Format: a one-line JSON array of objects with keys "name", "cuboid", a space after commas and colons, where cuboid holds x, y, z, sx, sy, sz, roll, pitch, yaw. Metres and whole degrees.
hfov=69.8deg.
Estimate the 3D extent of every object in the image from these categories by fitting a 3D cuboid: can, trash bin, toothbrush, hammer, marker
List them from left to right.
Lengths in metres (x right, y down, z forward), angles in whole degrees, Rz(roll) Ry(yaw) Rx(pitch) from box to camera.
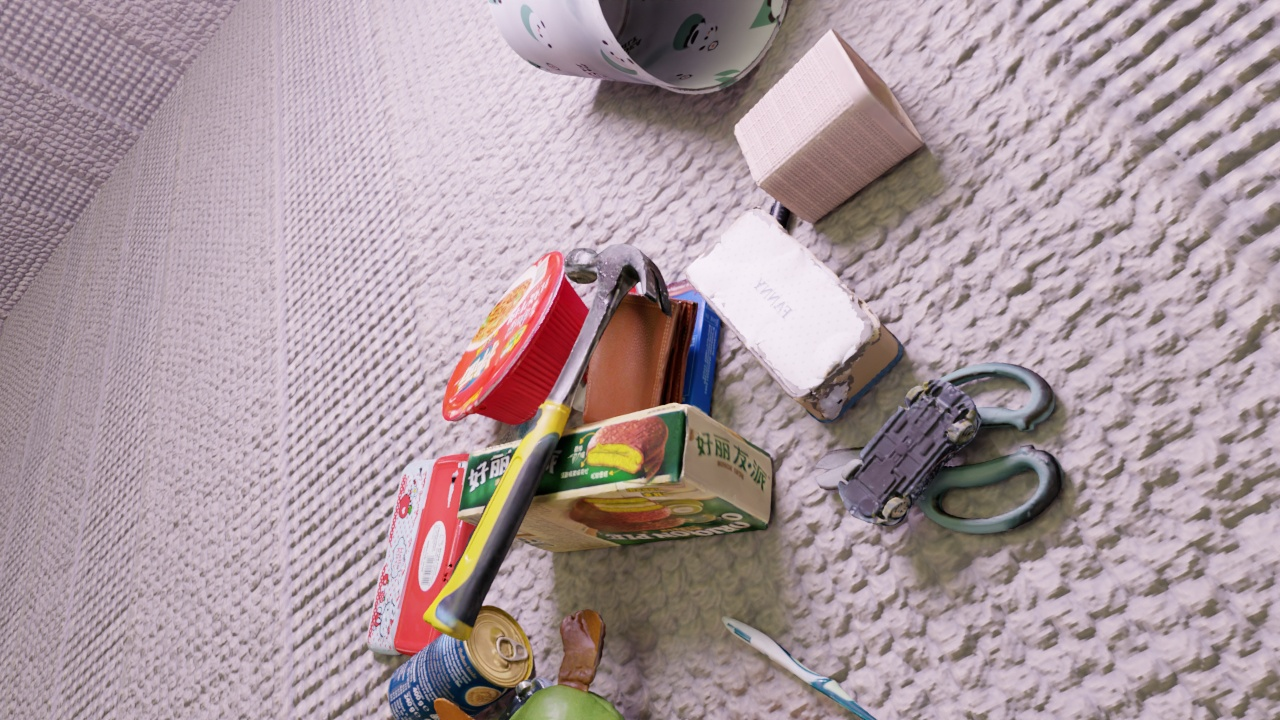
[{"name": "can", "cuboid": [-0.158, 0.272, 0.795, 0.111, 0.075, 0.075, -40, 46, 23]}, {"name": "hammer", "cuboid": [-0.072, 0.052, 0.690, 0.126, 0.032, 0.322, 6, 66, 49]}, {"name": "trash bin", "cuboid": [-0.019, -0.383, 0.909, 0.252, 0.229, 0.229, 23, 86, 54]}, {"name": "marker", "cuboid": [0.103, -0.077, 0.769, 0.023, 0.018, 0.130, -13, 57, 67]}, {"name": "toothbrush", "cuboid": [0.122, 0.210, 0.600, 0.192, 0.016, 0.018, 22, 75, 48]}]

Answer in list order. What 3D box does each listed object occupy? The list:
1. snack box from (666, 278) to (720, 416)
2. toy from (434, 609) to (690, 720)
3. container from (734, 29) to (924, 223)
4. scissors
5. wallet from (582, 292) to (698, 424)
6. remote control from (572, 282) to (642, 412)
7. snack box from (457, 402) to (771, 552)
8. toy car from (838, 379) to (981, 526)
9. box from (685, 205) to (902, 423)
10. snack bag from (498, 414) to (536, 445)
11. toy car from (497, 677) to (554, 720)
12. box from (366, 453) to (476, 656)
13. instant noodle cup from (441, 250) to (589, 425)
[{"name": "snack box", "cuboid": [0.025, 0.006, 0.793, 0.085, 0.026, 0.157, -11, 61, 42]}, {"name": "toy", "cuboid": [-0.066, 0.318, 0.665, 0.227, 0.090, 0.247, 37, 100, 27]}, {"name": "container", "cuboid": [0.145, -0.181, 0.732, 0.111, 0.090, 0.089, -38, 47, 28]}, {"name": "scissors", "cuboid": [0.189, 0.075, 0.604, 0.180, 0.019, 0.139, -25, 54, 32]}, {"name": "wallet", "cuboid": [-0.005, 0.004, 0.763, 0.101, 0.032, 0.124, 12, 94, 47]}, {"name": "remote control", "cuboid": [-0.030, -0.016, 0.836, 0.136, 0.020, 0.055, -57, 30, 27]}, {"name": "snack box", "cuboid": [-0.025, 0.101, 0.727, 0.241, 0.114, 0.063, -16, 55, 39]}, {"name": "toy car", "cuboid": [0.173, 0.061, 0.589, 0.106, 0.031, 0.049, -51, 42, 9]}, {"name": "box", "cuboid": [0.109, -0.042, 0.699, 0.090, 0.059, 0.184, -43, 49, 11]}, {"name": "snack bag", "cuboid": [-0.108, 0.065, 0.892, 0.105, 0.026, 0.045, -51, 43, 13]}, {"name": "toy car", "cuboid": [-0.096, 0.301, 0.750, 0.091, 0.034, 0.043, -54, 45, 11]}, {"name": "box", "cuboid": [-0.219, 0.195, 0.925, 0.158, 0.038, 0.200, -10, 63, 41]}, {"name": "instant noodle cup", "cuboid": [-0.109, -0.010, 0.876, 0.194, 0.066, 0.193, -45, 23, 26]}]
